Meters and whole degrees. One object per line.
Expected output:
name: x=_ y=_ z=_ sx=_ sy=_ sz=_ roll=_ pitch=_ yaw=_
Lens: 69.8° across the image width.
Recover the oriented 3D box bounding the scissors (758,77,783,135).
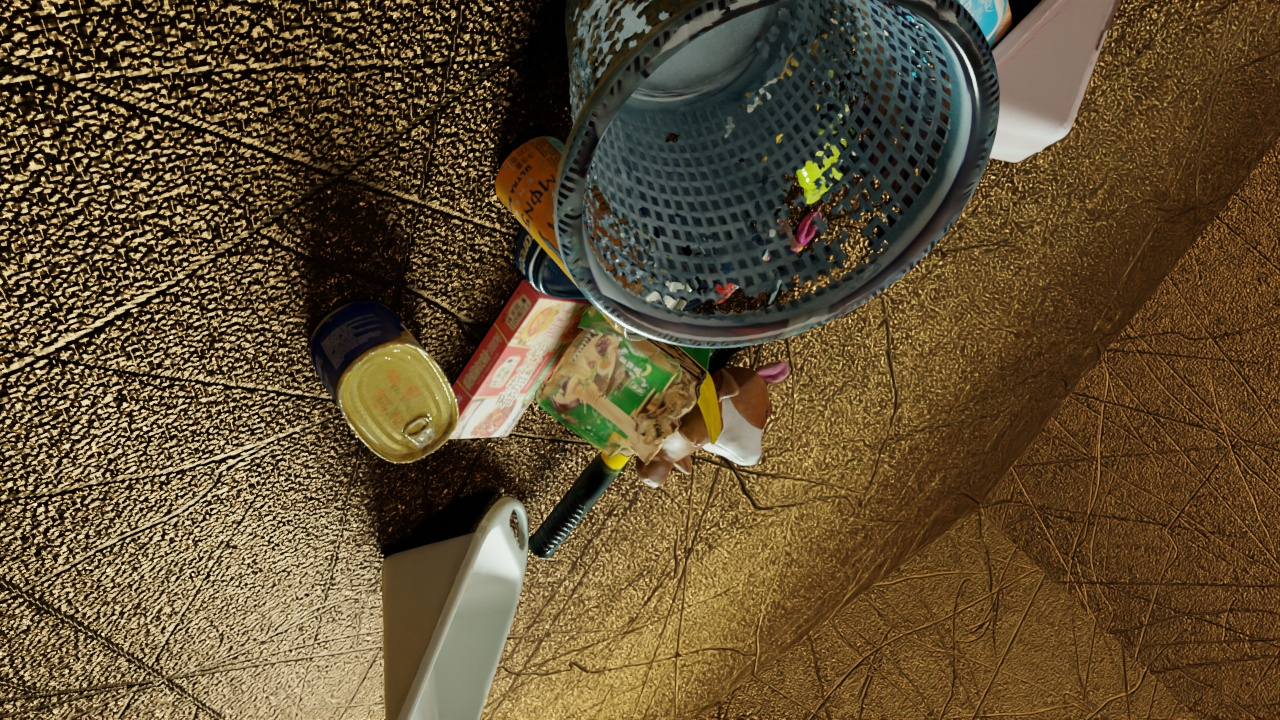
scissors: x=0.087 y=-0.215 z=0.629 sx=0.174 sy=0.012 sz=0.105 roll=27 pitch=99 yaw=-34

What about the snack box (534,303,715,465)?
snack box: x=-0.005 y=0.005 z=0.790 sx=0.118 sy=0.117 sz=0.105 roll=-54 pitch=180 yaw=32

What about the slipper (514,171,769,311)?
slipper: x=0.022 y=-0.092 z=0.722 sx=0.252 sy=0.095 sz=0.105 roll=-11 pitch=142 yaw=-40

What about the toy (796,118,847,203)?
toy: x=0.172 y=-0.186 z=0.845 sx=0.100 sy=0.031 sz=0.097 roll=-11 pitch=137 yaw=-52

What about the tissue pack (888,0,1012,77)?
tissue pack: x=0.247 y=-0.287 z=0.743 sx=0.090 sy=0.063 sz=0.140 roll=-45 pitch=143 yaw=3

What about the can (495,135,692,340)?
can: x=-0.033 y=-0.081 z=0.598 sx=0.058 sy=0.146 sz=0.058 roll=-34 pitch=156 yaw=-18

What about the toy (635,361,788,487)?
toy: x=0.081 y=0.064 z=1.001 sx=0.140 sy=0.130 sz=0.199 roll=-42 pitch=167 yaw=35

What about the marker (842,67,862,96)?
marker: x=0.224 y=-0.276 z=0.800 sx=0.124 sy=0.015 sz=0.018 roll=-43 pitch=149 yaw=1

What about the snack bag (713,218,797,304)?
snack bag: x=0.106 y=-0.097 z=0.892 sx=0.105 sy=0.026 sz=0.045 roll=-38 pitch=130 yaw=-7

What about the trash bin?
trash bin: x=0.048 y=-0.152 z=0.512 sx=0.226 sy=0.194 sz=0.227 roll=-10 pitch=140 yaw=-9

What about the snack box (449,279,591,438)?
snack box: x=-0.104 y=0.002 z=0.760 sx=0.075 sy=0.025 sz=0.153 roll=3 pitch=129 yaw=-55

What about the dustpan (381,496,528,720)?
dustpan: x=-0.162 y=0.272 z=0.900 sx=0.142 sy=0.257 sz=0.223 roll=-13 pitch=148 yaw=-5

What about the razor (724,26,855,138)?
razor: x=0.101 y=-0.210 z=0.688 sx=0.167 sy=0.067 sz=0.062 roll=-37 pitch=175 yaw=-24

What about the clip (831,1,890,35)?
clip: x=0.163 y=-0.257 z=0.679 sx=0.035 sy=0.096 sz=0.101 roll=-9 pitch=143 yaw=29

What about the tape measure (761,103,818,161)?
tape measure: x=0.118 y=-0.191 z=0.769 sx=0.057 sy=0.029 sz=0.060 roll=-30 pitch=151 yaw=-24

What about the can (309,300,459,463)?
can: x=-0.181 y=0.018 z=0.656 sx=0.074 sy=0.049 sz=0.148 roll=-35 pitch=152 yaw=-13

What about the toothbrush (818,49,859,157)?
toothbrush: x=0.167 y=-0.206 z=0.751 sx=0.017 sy=0.012 sz=0.185 roll=-69 pitch=158 yaw=-2

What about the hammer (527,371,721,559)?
hammer: x=-0.030 y=0.102 z=0.923 sx=0.302 sy=0.129 sz=0.032 roll=-52 pitch=178 yaw=30

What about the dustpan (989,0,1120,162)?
dustpan: x=0.333 y=-0.288 z=0.848 sx=0.222 sy=0.139 sz=0.273 roll=-11 pitch=118 yaw=-81

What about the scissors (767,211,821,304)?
scissors: x=0.148 y=-0.100 z=0.960 sx=0.125 sy=0.017 sz=0.134 roll=-28 pitch=154 yaw=-30
